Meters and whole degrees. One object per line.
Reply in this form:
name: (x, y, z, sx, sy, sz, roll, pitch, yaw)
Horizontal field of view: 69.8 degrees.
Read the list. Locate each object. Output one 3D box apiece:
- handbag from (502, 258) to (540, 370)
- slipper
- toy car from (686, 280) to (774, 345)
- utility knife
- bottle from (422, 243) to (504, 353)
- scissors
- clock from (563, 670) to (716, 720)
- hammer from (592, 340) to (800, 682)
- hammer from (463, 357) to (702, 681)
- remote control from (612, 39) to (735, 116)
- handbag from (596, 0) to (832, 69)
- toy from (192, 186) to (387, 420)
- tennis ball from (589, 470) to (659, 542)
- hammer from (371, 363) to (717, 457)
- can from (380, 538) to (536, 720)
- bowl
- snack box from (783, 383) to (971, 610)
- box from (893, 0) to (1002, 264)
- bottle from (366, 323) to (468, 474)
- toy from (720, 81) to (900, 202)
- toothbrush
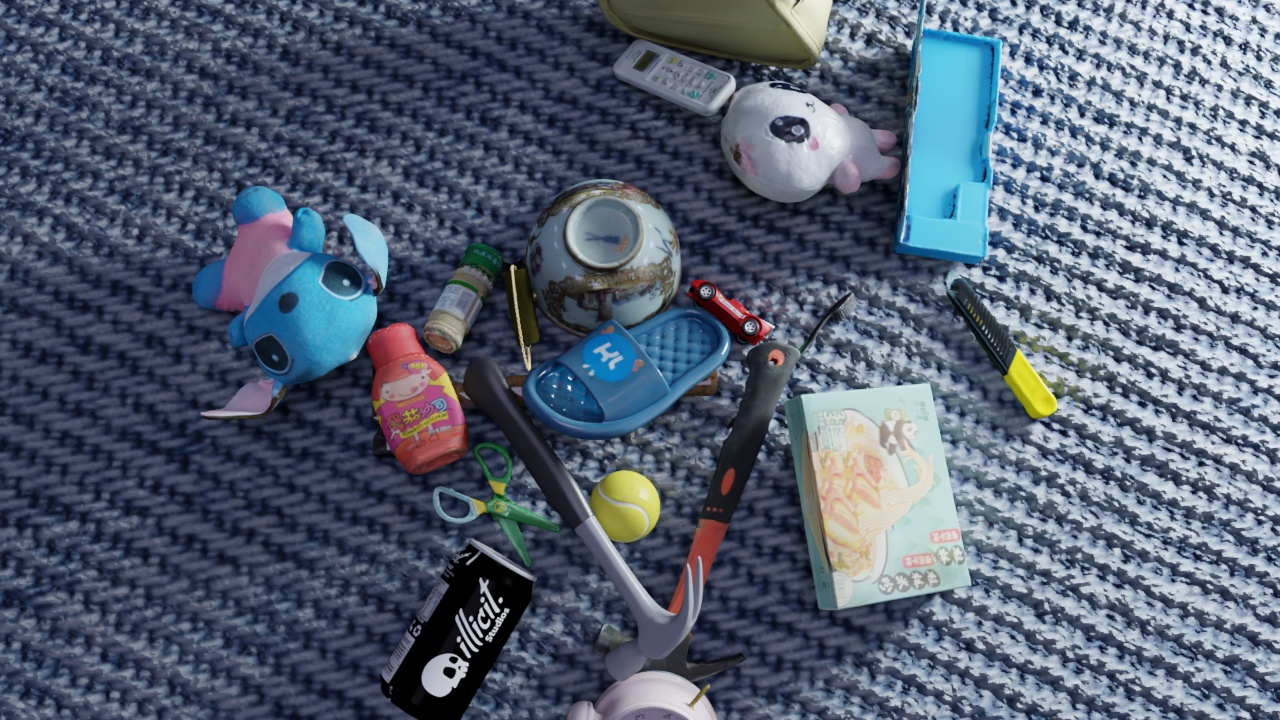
handbag: (-0.104, -0.039, 0.813, 0.027, 0.178, 0.084, -10, 109, -5)
slipper: (-0.005, 0.005, 0.837, 0.213, 0.059, 0.104, -25, 61, -26)
toy car: (0.086, -0.048, 0.899, 0.089, 0.038, 0.025, 39, 76, 5)
utility knife: (0.355, -0.018, 0.915, 0.028, 0.020, 0.174, -31, 82, -10)
bottle: (-0.168, -0.059, 0.874, 0.042, 0.043, 0.109, 21, 62, 2)
scissors: (-0.139, 0.143, 0.862, 0.112, 0.012, 0.131, -26, 79, -7)
clock: (-0.007, 0.339, 0.793, 0.158, 0.059, 0.117, -13, 92, 1)
hammer: (0.075, 0.135, 0.859, 0.133, 0.033, 0.332, 20, 80, 3)
hammer: (-0.060, 0.123, 0.810, 0.125, 0.029, 0.311, -43, 76, 23)
remote control: (0.034, -0.287, 0.934, 0.133, 0.022, 0.050, 32, 78, 29)
handbag: (0.069, -0.366, 0.901, 0.233, 0.190, 0.088, 13, 93, 13)
toy: (-0.333, -0.053, 0.842, 0.191, 0.099, 0.224, 38, 92, 24)
tennis ball: (-0.015, 0.134, 0.842, 0.065, 0.065, 0.065, 1, 78, -3)
hammer: (-0.091, 0.020, 0.881, 0.330, 0.033, 0.120, -4, 77, -4)
can: (-0.159, 0.238, 0.806, 0.080, 0.080, 0.146, 30, 78, 4)
bowl: (-0.035, -0.107, 0.877, 0.160, 0.094, 0.159, 0, 79, -2)
snack box: (0.218, 0.123, 0.853, 0.141, 0.044, 0.193, -4, 78, -19)
box: (0.307, -0.233, 0.909, 0.114, 0.114, 0.243, 9, 78, -1)
bottle: (-0.206, 0.032, 0.832, 0.071, 0.048, 0.134, -23, 75, -8)
toy: (0.166, -0.211, 0.903, 0.179, 0.102, 0.138, 4, 52, -2)
toothbrush: (0.151, 0.002, 0.905, 0.188, 0.014, 0.017, -46, 107, -9)
